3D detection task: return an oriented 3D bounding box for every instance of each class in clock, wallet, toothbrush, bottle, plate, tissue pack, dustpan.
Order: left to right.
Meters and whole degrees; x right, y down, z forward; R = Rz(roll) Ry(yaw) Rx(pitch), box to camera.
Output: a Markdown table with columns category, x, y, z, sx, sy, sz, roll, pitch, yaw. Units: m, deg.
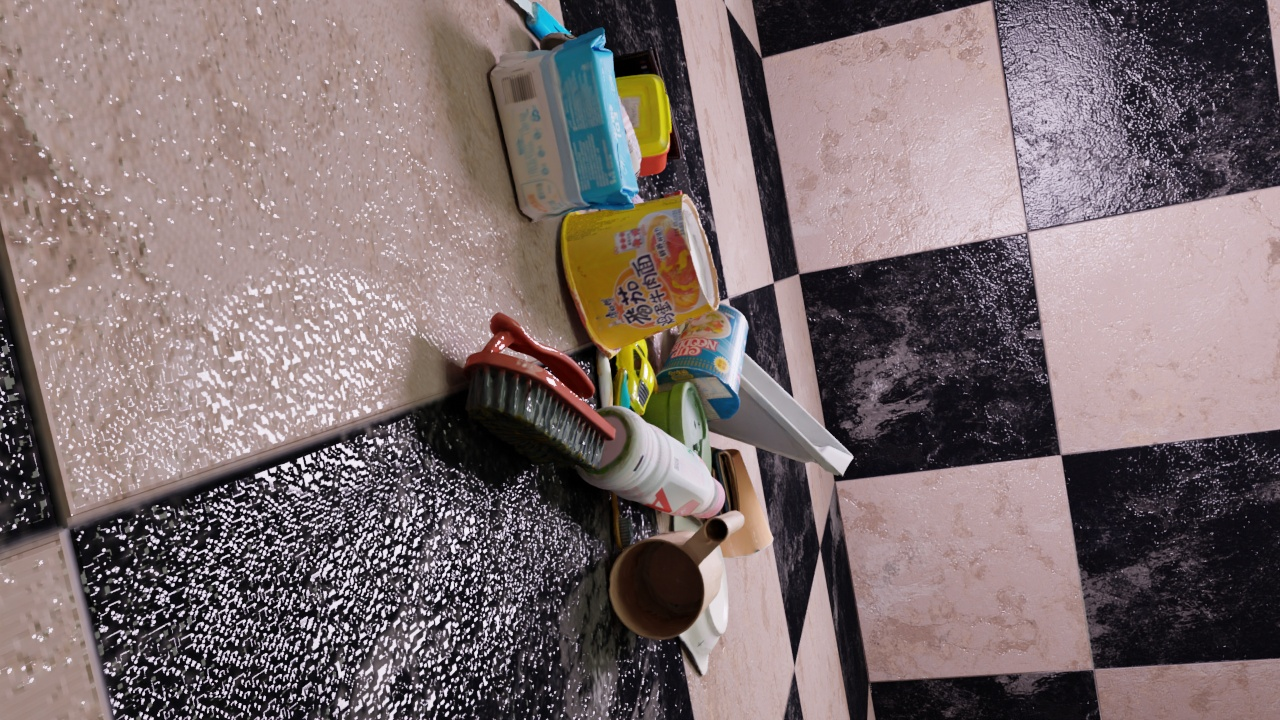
| category | x | y | z | sx | sy | sz | roll | pitch | yaw |
| --- | --- | --- | --- | --- | --- | --- | --- | --- | --- |
| tissue pack | -0.057 | -0.182 | 0.726 | 0.063 | 0.090 | 0.140 | -43 | 122 | -71 |
| toothbrush | -0.024 | 0.075 | 0.827 | 0.016 | 0.018 | 0.191 | 31 | 51 | -71 |
| wallet | 0.006 | -0.286 | 1.035 | 0.096 | 0.020 | 0.122 | 20 | -48 | 57 |
| bottle | 0.017 | 0.099 | 0.806 | 0.197 | 0.068 | 0.068 | 36 | 46 | -53 |
| clock | 0.038 | 0.095 | 0.964 | 0.115 | 0.056 | 0.161 | -82 | 156 | -45 |
| plate | 0.070 | 0.251 | 1.026 | 0.164 | 0.034 | 0.163 | 66 | 21 | -44 |
| wallet | 0.083 | 0.141 | 1.061 | 0.115 | 0.033 | 0.090 | -164 | -114 | -80 |
| dustpan | 0.155 | 0.031 | 1.165 | 0.222 | 0.258 | 0.142 | 0 | 105 | -74 |

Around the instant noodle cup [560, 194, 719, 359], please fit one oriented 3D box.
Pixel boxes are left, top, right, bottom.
| category | x | y | z | sx | sy | sz | roll | pitch | yaw |
| --- | --- | --- | --- | --- | --- | --- | --- | --- | --- |
| instant noodle cup | 0.005 | -0.083 | 0.833 | 0.138 | 0.110 | 0.138 | -13 | 90 | -75 |

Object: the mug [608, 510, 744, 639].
| category | x | y | z | sx | sy | sz | roll | pitch | yaw |
| --- | --- | --- | --- | --- | --- | --- | --- | --- | --- |
| mug | 0.040 | 0.181 | 0.814 | 0.084 | 0.125 | 0.103 | 45 | 8 | 14 |

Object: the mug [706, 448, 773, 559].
| category | x | y | z | sx | sy | sz | roll | pitch | yaw |
| --- | --- | --- | --- | --- | --- | --- | --- | --- | --- |
| mug | 0.113 | 0.177 | 1.153 | 0.078 | 0.078 | 0.123 | -38 | 113 | -72 |

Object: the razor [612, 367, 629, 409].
| category | x | y | z | sx | sy | sz | roll | pitch | yaw |
| --- | --- | --- | --- | --- | --- | --- | --- | --- | --- |
| razor | -0.009 | 0.069 | 0.863 | 0.043 | 0.028 | 0.133 | -122 | -161 | -68 |

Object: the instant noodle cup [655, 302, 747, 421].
| category | x | y | z | sx | sy | sz | roll | pitch | yaw |
| --- | --- | --- | --- | --- | --- | --- | --- | --- | --- |
| instant noodle cup | 0.075 | -0.003 | 1.029 | 0.099 | 0.099 | 0.109 | 64 | 36 | -46 |

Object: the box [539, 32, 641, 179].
| category | x | y | z | sx | sy | sz | roll | pitch | yaw |
| --- | --- | --- | --- | --- | --- | --- | --- | --- | --- |
| box | -0.050 | -0.231 | 0.857 | 0.163 | 0.076 | 0.087 | 58 | 6 | -48 |

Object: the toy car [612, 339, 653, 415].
| category | x | y | z | sx | sy | sz | roll | pitch | yaw |
| --- | --- | --- | --- | --- | --- | --- | --- | --- | --- |
| toy car | -0.005 | 0.005 | 0.908 | 0.048 | 0.032 | 0.105 | 58 | 26 | -52 |

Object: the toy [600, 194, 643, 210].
| category | x | y | z | sx | sy | sz | roll | pitch | yaw |
| --- | --- | --- | --- | --- | --- | --- | --- | --- | --- |
| toy | -0.013 | -0.141 | 0.953 | 0.084 | 0.039 | 0.107 | 63 | 23 | -24 |

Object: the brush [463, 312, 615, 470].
| category | x | y | z | sx | sy | sz | roll | pitch | yaw |
| --- | --- | --- | --- | --- | --- | --- | --- | --- | --- |
| brush | -0.070 | 0.023 | 0.617 | 0.146 | 0.063 | 0.069 | 48 | 47 | -59 |

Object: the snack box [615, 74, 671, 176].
| category | x | y | z | sx | sy | sz | roll | pitch | yaw |
| --- | --- | --- | --- | --- | --- | --- | --- | --- | --- |
| snack box | -0.008 | -0.243 | 0.968 | 0.080 | 0.082 | 0.091 | 71 | 14 | -77 |

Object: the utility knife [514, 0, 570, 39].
| category | x | y | z | sx | sy | sz | roll | pitch | yaw |
| --- | --- | --- | --- | --- | --- | --- | --- | --- | --- |
| utility knife | -0.080 | -0.301 | 0.849 | 0.191 | 0.018 | 0.034 | 11 | 71 | -72 |

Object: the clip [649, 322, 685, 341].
| category | x | y | z | sx | sy | sz | roll | pitch | yaw |
| --- | --- | --- | --- | --- | --- | --- | --- | --- | --- |
| clip | 0.038 | -0.065 | 1.036 | 0.104 | 0.083 | 0.035 | -60 | 139 | -49 |

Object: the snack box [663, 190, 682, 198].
| category | x | y | z | sx | sy | sz | roll | pitch | yaw |
| --- | --- | --- | --- | --- | --- | --- | --- | --- | --- |
| snack box | 0.047 | -0.145 | 1.186 | 0.152 | 0.025 | 0.075 | -83 | 156 | -46 |
